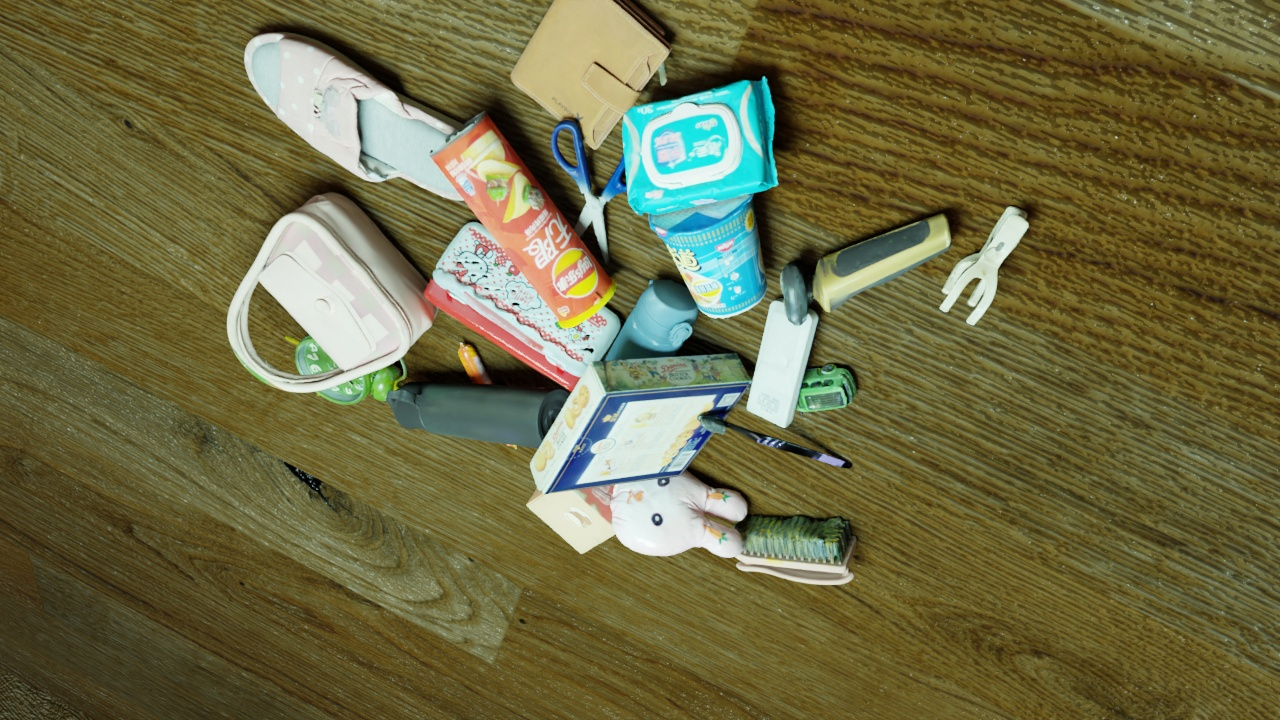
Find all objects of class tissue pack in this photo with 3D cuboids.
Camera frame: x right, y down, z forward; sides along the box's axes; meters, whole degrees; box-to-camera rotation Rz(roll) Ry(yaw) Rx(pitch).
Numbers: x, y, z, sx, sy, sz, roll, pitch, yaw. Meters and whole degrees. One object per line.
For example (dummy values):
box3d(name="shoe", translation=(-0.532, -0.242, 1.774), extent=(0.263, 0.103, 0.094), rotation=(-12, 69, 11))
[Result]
box3d(name="tissue pack", translation=(0.052, -0.180, 0.781), extent=(0.134, 0.050, 0.093), rotation=(-10, 87, 18))

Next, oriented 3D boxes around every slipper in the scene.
box3d(name="slipper", translation=(-0.281, -0.239, 0.922), extent=(0.274, 0.054, 0.114), rotation=(28, 132, 0))

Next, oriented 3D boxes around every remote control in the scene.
box3d(name="remote control", translation=(0.139, 0.002, 0.910), extent=(0.049, 0.024, 0.125), rotation=(26, 121, 32))

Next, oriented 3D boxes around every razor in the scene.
box3d(name="razor", translation=(0.198, -0.086, 0.822), extent=(0.168, 0.062, 0.067), rotation=(-23, 143, 31))

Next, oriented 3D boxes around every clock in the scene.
box3d(name="clock", translation=(-0.358, -0.001, 1.141), extent=(0.161, 0.056, 0.116), rotation=(-3, 125, 26))

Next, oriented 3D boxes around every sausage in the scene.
box3d(name="sausage", translation=(-0.184, 0.045, 1.119), extent=(0.021, 0.021, 0.165), rotation=(-5, 123, 28))

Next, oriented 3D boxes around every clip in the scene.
box3d(name="clip", translation=(0.298, -0.086, 0.799), extent=(0.035, 0.086, 0.104), rotation=(26, 104, 6))

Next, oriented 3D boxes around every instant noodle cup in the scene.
box3d(name="instant noodle cup", translation=(0.070, -0.102, 0.846), extent=(0.099, 0.099, 0.110), rotation=(-2, 133, 26))

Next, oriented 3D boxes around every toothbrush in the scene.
box3d(name="toothbrush", translation=(0.144, 0.089, 0.966), extent=(0.189, 0.016, 0.014), rotation=(19, 123, -17))

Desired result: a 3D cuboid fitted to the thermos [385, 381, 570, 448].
box3d(name="thermos", translation=(-0.193, 0.059, 1.056), extent=(0.243, 0.068, 0.090), rotation=(2, 169, 35))

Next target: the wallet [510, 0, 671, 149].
box3d(name="wallet", translation=(-0.040, -0.261, 0.811), extent=(0.119, 0.035, 0.131), rotation=(41, 135, -6))

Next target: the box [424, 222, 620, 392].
box3d(name="box", translation=(-0.128, -0.055, 1.005), extent=(0.201, 0.100, 0.095), rotation=(34, 173, -2))

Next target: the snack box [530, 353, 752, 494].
box3d(name="snack box", translation=(-0.001, 0.067, 0.961), extent=(0.182, 0.045, 0.178), rotation=(-2, 143, -32))

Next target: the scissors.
box3d(name="scissors", translation=(-0.039, -0.160, 0.883), extent=(0.163, 0.012, 0.162), rotation=(-8, 132, 35))

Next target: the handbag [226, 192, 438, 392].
box3d(name="handbag", translation=(-0.369, -0.056, 1.040), extent=(0.235, 0.093, 0.193), rotation=(-33, 104, 22))

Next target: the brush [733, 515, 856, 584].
box3d(name="brush", translation=(0.173, 0.221, 1.064), extent=(0.146, 0.063, 0.073), rotation=(-2, 114, 27))

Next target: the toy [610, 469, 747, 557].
box3d(name="toy", translation=(0.045, 0.173, 1.056), extent=(0.159, 0.121, 0.054), rotation=(10, 141, 0))

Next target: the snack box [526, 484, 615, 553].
box3d(name="snack box", translation=(-0.065, 0.159, 1.104), extent=(0.093, 0.094, 0.077), rotation=(44, 130, -11))

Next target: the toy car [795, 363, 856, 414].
box3d(name="toy car", translation=(0.172, 0.031, 0.936), extent=(0.091, 0.036, 0.043), rotation=(-6, 124, 33))

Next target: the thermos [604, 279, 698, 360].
box3d(name="thermos", translation=(-0.006, 0.006, 0.977), extent=(0.070, 0.070, 0.221), rotation=(31, 133, 0))

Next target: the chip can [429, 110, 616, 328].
box3d(name="chip can", translation=(-0.111, -0.135, 0.895), extent=(0.073, 0.073, 0.216), rotation=(-20, 116, 35))
